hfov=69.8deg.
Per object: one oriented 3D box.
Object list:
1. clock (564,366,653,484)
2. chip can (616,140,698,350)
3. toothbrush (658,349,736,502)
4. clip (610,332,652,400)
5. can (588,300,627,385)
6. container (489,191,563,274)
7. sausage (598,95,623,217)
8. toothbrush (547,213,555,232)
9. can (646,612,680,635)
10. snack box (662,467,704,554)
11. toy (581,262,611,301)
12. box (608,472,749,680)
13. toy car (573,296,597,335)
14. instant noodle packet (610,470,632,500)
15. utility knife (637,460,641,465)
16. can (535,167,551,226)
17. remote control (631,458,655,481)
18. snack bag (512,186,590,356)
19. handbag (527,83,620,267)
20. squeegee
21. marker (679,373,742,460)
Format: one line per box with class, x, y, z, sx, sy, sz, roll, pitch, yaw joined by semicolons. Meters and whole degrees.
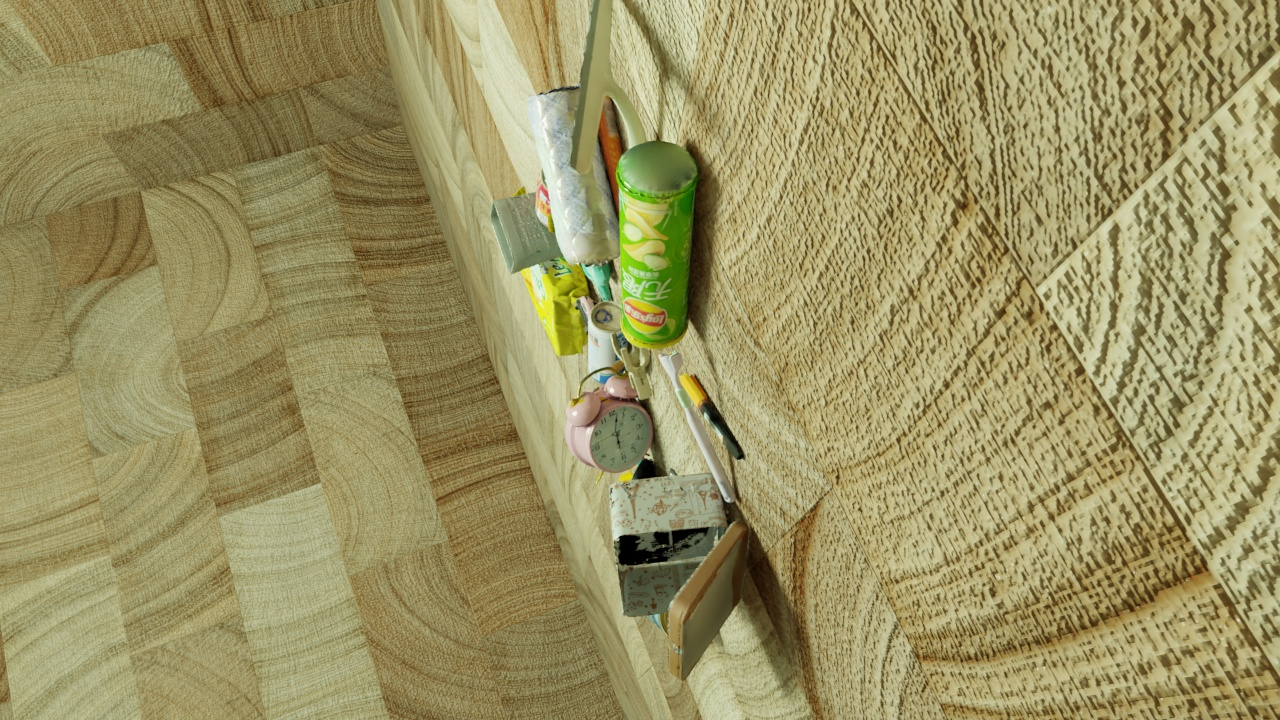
clock;-0.043;0.081;1.248;0.060;0.117;0.159;28;138;56
chip can;0.015;-0.104;0.866;0.222;0.072;0.072;91;157;-52
toothbrush;0.063;0.073;0.962;0.029;0.021;0.189;-2;121;42
clip;-0.003;0.011;1.167;0.083;0.034;0.104;-136;26;-64
can;-0.044;-0.022;1.235;0.135;0.053;0.053;95;153;-58
container;-0.137;-0.183;1.261;0.090;0.114;0.090;151;100;-76
sausage;-0.029;-0.220;0.987;0.021;0.021;0.165;-139;34;-65
toothbrush;-0.104;-0.245;1.125;0.015;0.017;0.190;44;-138;-68
can;0.051;0.355;1.314;0.111;0.075;0.075;157;94;-77
snack box;0.052;0.225;1.210;0.113;0.053;0.126;-135;24;-61
toy;-0.057;-0.120;1.218;0.092;0.030;0.096;-143;29;-75
box;0.049;0.253;1.031;0.183;0.153;0.177;85;180;-45
toy car;-0.065;-0.050;1.325;0.122;0.037;0.056;71;176;-63
instant noodle packet;-0.011;0.251;1.491;0.111;0.044;0.128;118;132;-66
utility knife;0.006;0.176;1.383;0.029;0.013;0.207;163;88;-77
can;-0.100;-0.215;1.176;0.094;0.066;0.066;115;135;-71
remote control;0.007;0.174;1.290;0.136;0.024;0.053;-53;-45;-74
snack bag;-0.140;-0.136;1.429;0.158;0.068;0.246;91;156;-55
handbag;-0.073;-0.207;1.032;0.134;0.075;0.194;-112;8;-74
squeegee;-0.010;-0.197;0.882;0.247;0.039;0.246;72;-161;-57
marker;0.075;0.058;0.966;0.018;0.015;0.123;85;159;-49
